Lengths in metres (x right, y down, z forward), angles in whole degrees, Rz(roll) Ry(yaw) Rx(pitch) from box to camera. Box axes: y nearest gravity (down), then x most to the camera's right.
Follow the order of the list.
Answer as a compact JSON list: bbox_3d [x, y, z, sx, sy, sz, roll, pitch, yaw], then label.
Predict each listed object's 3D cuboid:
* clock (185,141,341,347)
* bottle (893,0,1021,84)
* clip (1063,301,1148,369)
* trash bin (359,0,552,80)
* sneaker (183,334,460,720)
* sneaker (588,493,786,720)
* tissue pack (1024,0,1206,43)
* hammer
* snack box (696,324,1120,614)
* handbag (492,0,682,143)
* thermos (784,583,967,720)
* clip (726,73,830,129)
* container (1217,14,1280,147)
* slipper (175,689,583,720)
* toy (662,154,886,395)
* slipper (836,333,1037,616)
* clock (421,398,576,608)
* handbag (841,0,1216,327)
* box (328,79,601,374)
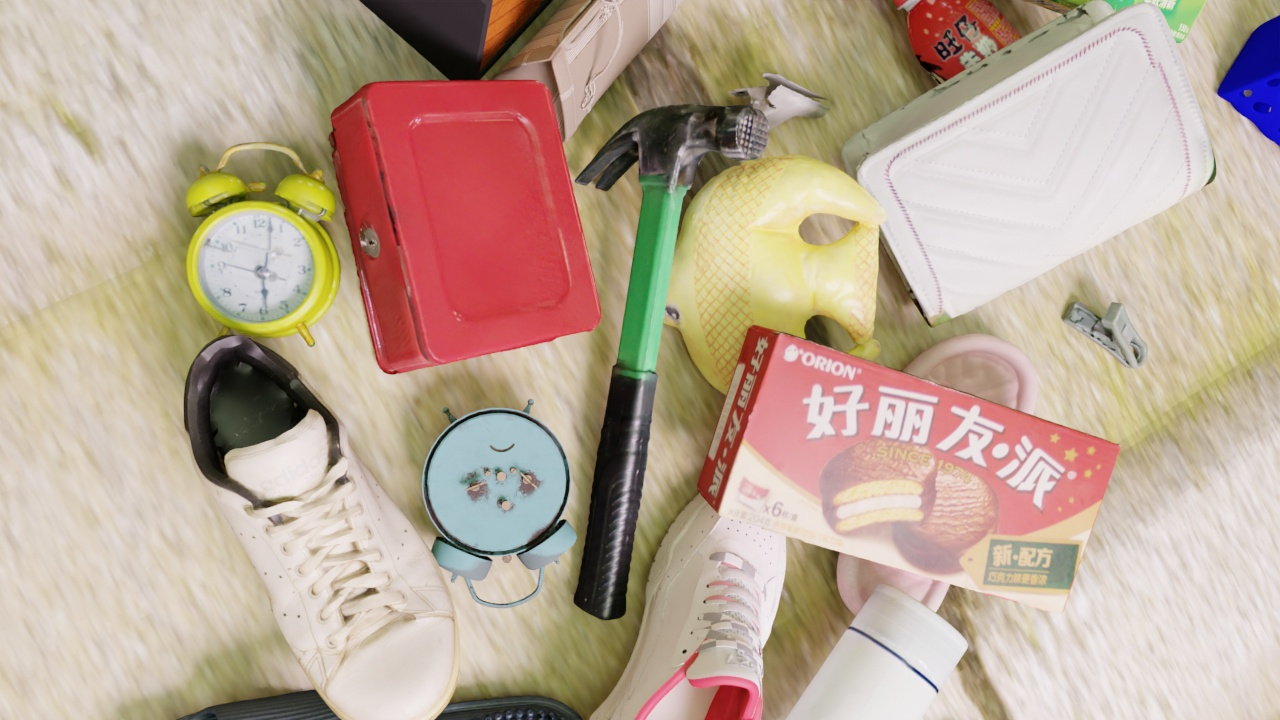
[{"bbox_3d":[-0.221,-0.067,0.539,0.083,0.057,0.119,-1,93,-12],"label":"clock"},{"bbox_3d":[0.230,-0.226,0.655,0.137,0.062,0.062,44,78,-7],"label":"bottle"},{"bbox_3d":[0.359,-0.018,0.691,0.075,0.061,0.023,35,81,-25],"label":"clip"},{"bbox_3d":[-0.095,-0.286,0.539,0.139,0.140,0.171,40,79,-8],"label":"trash bin"},{"bbox_3d":[-0.170,0.081,0.488,0.088,0.103,0.241,-29,73,-27],"label":"sneaker"},{"bbox_3d":[0.045,0.172,0.544,0.090,0.104,0.236,36,62,-10],"label":"sneaker"},{"bbox_3d":[0.284,-0.303,0.636,0.197,0.141,0.120,16,112,-22],"label":"tissue pack"},{"bbox_3d":[-0.003,0.003,0.573,0.032,0.130,0.319,4,97,-48],"label":"hammer"},{"bbox_3d":[0.164,0.067,0.565,0.236,0.060,0.113,18,93,-11],"label":"snack box"},{"bbox_3d":[0.001,-0.235,0.529,0.062,0.198,0.175,40,79,-9],"label":"handbag"},{"bbox_3d":[0.111,0.247,0.560,0.068,0.068,0.229,40,79,-8],"label":"thermos"},{"bbox_3d":[0.087,-0.178,0.623,0.054,0.101,0.043,-11,89,30],"label":"clip"},{"bbox_3d":[0.535,-0.212,0.716,0.113,0.084,0.085,37,81,-8],"label":"container"},{"bbox_3d":[-0.148,0.230,0.512,0.263,0.083,0.101,3,56,-17],"label":"slipper"},{"bbox_3d":[0.079,-0.046,0.593,0.155,0.064,0.170,0,107,11],"label":"toy"},{"bbox_3d":[0.205,0.082,0.635,0.107,0.056,0.221,28,83,-9],"label":"slipper"},{"bbox_3d":[-0.087,0.088,0.565,0.090,0.053,0.124,-5,88,-13],"label":"clock"},{"bbox_3d":[0.249,-0.126,0.603,0.199,0.096,0.142,-28,110,12],"label":"handbag"},{"bbox_3d":[-0.101,-0.079,0.537,0.137,0.127,0.157,-15,90,-19],"label":"box"}]
